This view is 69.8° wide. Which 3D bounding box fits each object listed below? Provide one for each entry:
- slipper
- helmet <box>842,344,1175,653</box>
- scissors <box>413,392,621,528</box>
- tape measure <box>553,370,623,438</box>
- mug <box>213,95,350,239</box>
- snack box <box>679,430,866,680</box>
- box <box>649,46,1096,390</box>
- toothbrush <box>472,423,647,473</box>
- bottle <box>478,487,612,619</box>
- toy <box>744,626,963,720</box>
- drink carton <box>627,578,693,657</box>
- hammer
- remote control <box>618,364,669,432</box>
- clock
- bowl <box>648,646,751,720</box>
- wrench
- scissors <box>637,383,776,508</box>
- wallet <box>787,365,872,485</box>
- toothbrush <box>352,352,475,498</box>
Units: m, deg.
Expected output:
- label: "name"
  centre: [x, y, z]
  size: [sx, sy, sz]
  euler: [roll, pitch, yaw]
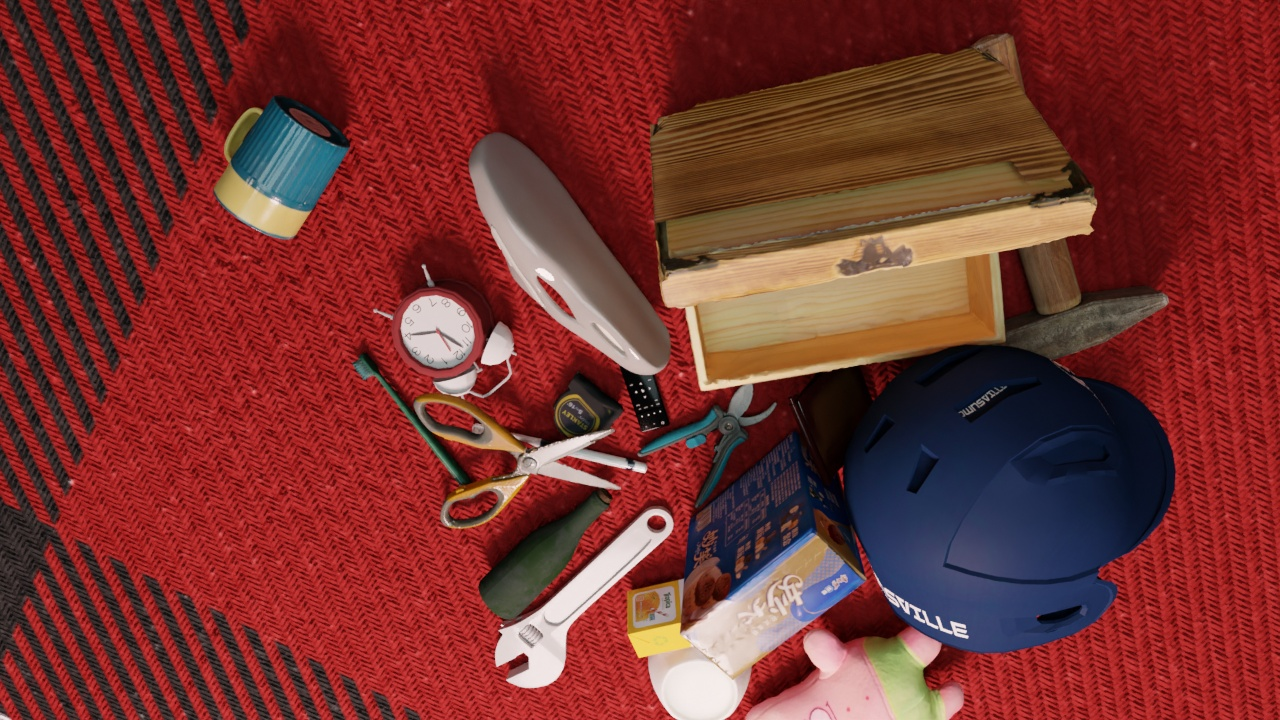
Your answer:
- label: "slipper"
  centre: [-0.080, -0.083, 0.857]
  size: [0.081, 0.112, 0.266]
  euler: [-34, 102, 33]
- label: "helmet"
  centre: [0.302, 0.087, 0.773]
  size: [0.272, 0.232, 0.223]
  euler: [-26, 125, -10]
- label: "scissors"
  centre: [-0.135, 0.094, 0.924]
  size: [0.226, 0.016, 0.216]
  euler: [-26, 112, 19]
- label: "tape measure"
  centre: [-0.056, 0.052, 0.927]
  size: [0.061, 0.034, 0.061]
  euler: [40, 102, 4]
- label: "mug"
  centre: [-0.342, -0.190, 0.856]
  size: [0.113, 0.083, 0.107]
  euler: [44, 107, 20]
- label: "snack box"
  centre: [0.118, 0.174, 0.860]
  size: [0.069, 0.202, 0.155]
  euler: [44, 107, -10]
- label: "box"
  centre: [0.155, -0.110, 0.716]
  size: [0.279, 0.323, 0.284]
  euler: [-9, 104, 9]
- label: "toothbrush"
  centre: [-0.085, 0.093, 0.951]
  size: [0.187, 0.017, 0.012]
  euler: [13, 139, 0]
- label: "bottle"
  centre: [-0.094, 0.197, 0.965]
  size: [0.055, 0.055, 0.174]
  euler: [43, 102, -9]
- label: "toy"
  centre: [0.218, 0.364, 0.974]
  size: [0.237, 0.096, 0.192]
  euler: [-23, 96, 19]
- label: "drink carton"
  centre: [0.050, 0.265, 0.966]
  size: [0.122, 0.058, 0.040]
  euler: [-15, 124, 9]
- label: "hammer"
  centre: [0.359, -0.148, 0.831]
  size: [0.158, 0.037, 0.301]
  euler: [-20, 105, 10]
- label: "remote control"
  centre: [-0.005, 0.005, 0.921]
  size: [0.030, 0.009, 0.140]
  euler: [-16, 105, 9]
- label: "clock"
  centre: [-0.186, -0.024, 0.906]
  size: [0.096, 0.048, 0.137]
  euler: [-39, 99, 14]
- label: "bowl"
  centre: [0.064, 0.338, 0.989]
  size: [0.116, 0.065, 0.116]
  euler: [1, 108, 4]
- label: "wrench"
  centre: [-0.057, 0.260, 1.001]
  size: [0.086, 0.018, 0.274]
  euler: [44, 104, -9]
- label: "scissors"
  centre: [0.072, 0.090, 0.937]
  size: [0.154, 0.019, 0.124]
  euler: [-13, 106, 9]
- label: "wallet"
  centre: [0.184, 0.050, 0.870]
  size: [0.018, 0.115, 0.091]
  euler: [-12, 109, 42]
- label: "toothbrush"
  centre: [-0.233, 0.070, 0.955]
  size: [0.017, 0.016, 0.190]
  euler: [-35, 101, 11]
